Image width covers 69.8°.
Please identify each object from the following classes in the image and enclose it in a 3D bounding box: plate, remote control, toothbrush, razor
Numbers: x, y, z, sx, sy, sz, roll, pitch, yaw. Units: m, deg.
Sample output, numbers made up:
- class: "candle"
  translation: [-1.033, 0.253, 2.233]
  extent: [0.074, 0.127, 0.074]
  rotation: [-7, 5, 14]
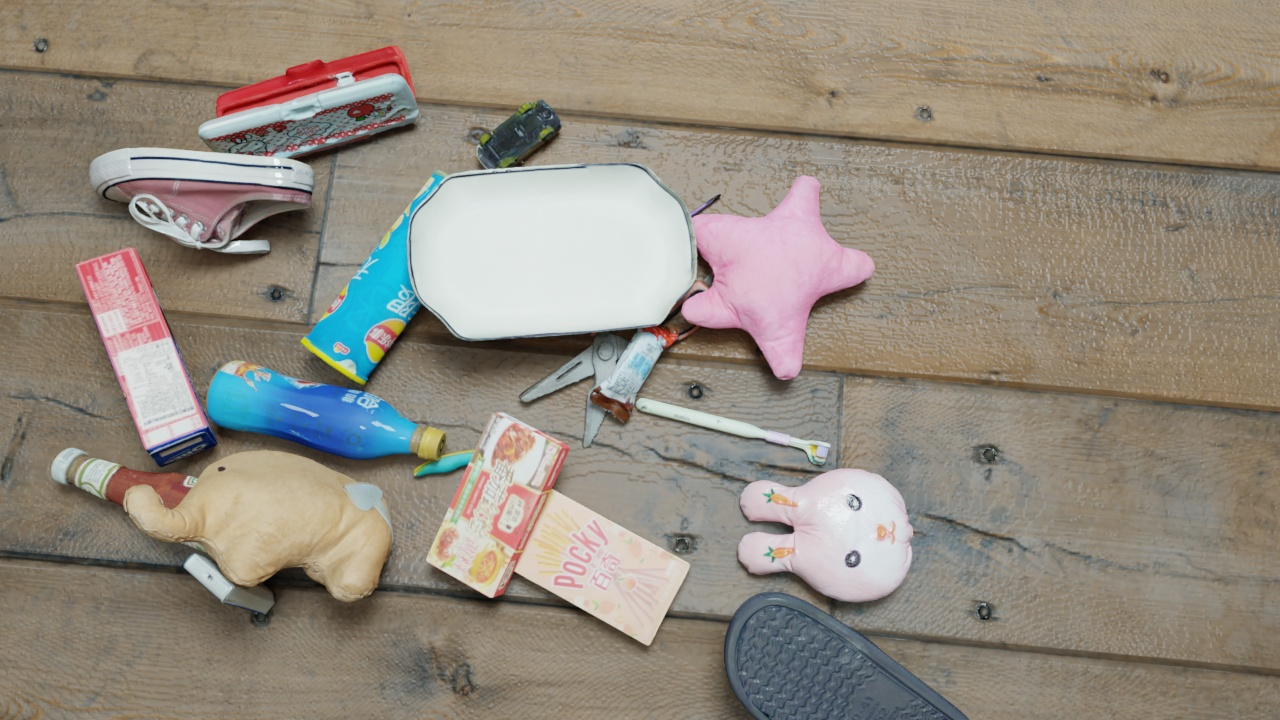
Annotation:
- class: "plate"
  translation: [-0.080, -0.100, 0.856]
  extent: [0.265, 0.034, 0.162]
  rotation: [-6, 82, -9]
- class: "remote control"
  translation: [-0.359, 0.197, 0.809]
  extent: [0.049, 0.125, 0.024]
  rotation: [36, 72, 8]
- class: "toothbrush"
  translation: [0.003, -0.116, 0.919]
  extent: [0.189, 0.014, 0.017]
  rotation: [-35, 87, -6]
- class: "toothbrush"
  translation: [0.088, 0.065, 0.883]
  extent: [0.189, 0.029, 0.020]
  rotation: [15, 38, 4]
- class: "razor"
  translation: [-0.151, 0.099, 0.874]
  extent: [0.132, 0.043, 0.028]
  rotation: [-4, 70, 6]

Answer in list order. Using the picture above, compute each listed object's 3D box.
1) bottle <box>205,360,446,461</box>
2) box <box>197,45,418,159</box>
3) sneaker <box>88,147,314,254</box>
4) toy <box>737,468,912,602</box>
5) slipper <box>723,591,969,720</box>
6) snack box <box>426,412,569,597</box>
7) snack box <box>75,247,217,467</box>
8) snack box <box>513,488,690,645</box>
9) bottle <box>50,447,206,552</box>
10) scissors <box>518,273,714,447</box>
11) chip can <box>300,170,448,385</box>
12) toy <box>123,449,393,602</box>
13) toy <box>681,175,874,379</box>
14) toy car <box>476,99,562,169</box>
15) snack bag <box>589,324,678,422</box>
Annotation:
- class: "bottle"
  translation: [-0.292, 0.056, 0.865]
  extent: [0.219, 0.065, 0.065]
  rotation: [14, 80, 3]
- class: "box"
  translation: [-0.329, -0.262, 0.907]
  extent: [0.201, 0.100, 0.094]
  rotation: [-17, 80, -3]
- class: "sneaker"
  translation: [-0.425, -0.150, 0.880]
  extent: [0.241, 0.118, 0.088]
  rotation: [4, 90, 15]
- class: "toy"
  translation: [0.170, 0.160, 0.850]
  extent: [0.159, 0.054, 0.121]
  rotation: [0, 79, 9]
- class: "slipper"
  translation: [0.179, 0.295, 0.818]
  extent: [0.268, 0.083, 0.110]
  rotation: [35, 90, -11]
- class: "snack box"
  translation: [-0.130, 0.131, 0.836]
  extent: [0.075, 0.025, 0.153]
  rotation: [26, 93, 15]
- class: "snack box"
  translation: [-0.467, -0.003, 0.866]
  extent: [0.058, 0.057, 0.207]
  rotation: [-23, 73, -23]
- class: "snack box"
  translation: [-0.041, 0.191, 0.857]
  extent: [0.157, 0.026, 0.084]
  rotation: [28, 81, 5]
- class: "bottle"
  translation: [-0.448, 0.130, 0.856]
  extent: [0.206, 0.060, 0.059]
  rotation: [19, 80, 4]
- class: "scissors"
  translation: [-0.021, -0.024, 0.896]
  extent: [0.189, 0.015, 0.225]
  rotation: [2, 88, -5]
- class: "chip can"
  translation: [-0.233, -0.081, 0.885]
  extent: [0.071, 0.071, 0.210]
  rotation: [34, 82, 6]
- class: "toy"
  translation: [-0.324, 0.134, 0.794]
  extent: [0.225, 0.143, 0.083]
  rotation: [20, 115, -32]
- class: "toy"
  translation: [0.124, -0.097, 0.885]
  extent: [0.178, 0.075, 0.194]
  rotation: [35, 78, 5]
- class: "toy car"
  translation: [-0.123, -0.223, 0.929]
  extent: [0.090, 0.035, 0.042]
  rotation: [-38, 80, -6]
- class: "snack bag"
  translation: [-0.005, 0.005, 0.876]
  extent: [0.045, 0.026, 0.105]
  rotation: [32, 88, -16]
